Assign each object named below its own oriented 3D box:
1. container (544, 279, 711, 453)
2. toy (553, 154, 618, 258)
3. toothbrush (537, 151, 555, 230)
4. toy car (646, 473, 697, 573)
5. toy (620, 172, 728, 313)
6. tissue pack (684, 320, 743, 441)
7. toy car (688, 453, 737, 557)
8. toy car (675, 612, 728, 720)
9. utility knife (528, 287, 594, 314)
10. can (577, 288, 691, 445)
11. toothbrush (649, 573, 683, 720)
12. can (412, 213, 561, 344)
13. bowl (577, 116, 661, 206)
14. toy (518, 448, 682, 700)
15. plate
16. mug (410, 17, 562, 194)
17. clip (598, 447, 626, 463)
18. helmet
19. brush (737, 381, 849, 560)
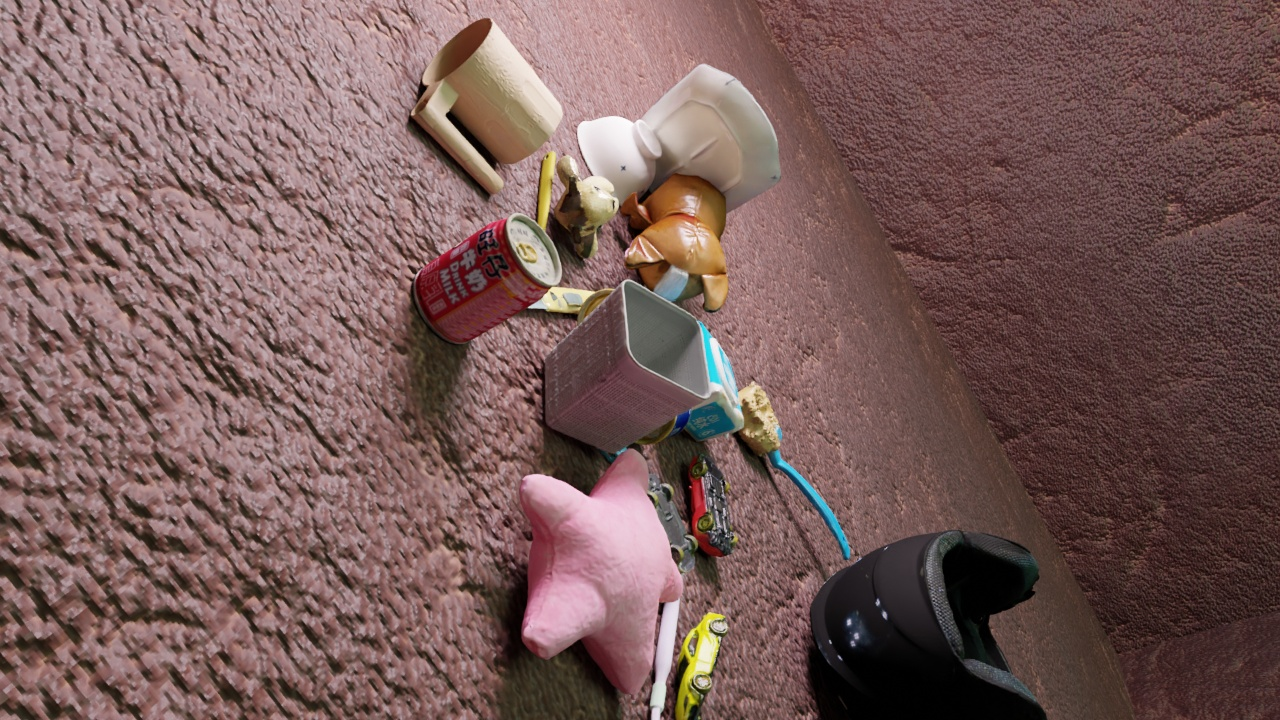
[{"bbox_3d":[-0.016,0.011,0.756,0.090,0.115,0.090,27,41,-33],"label":"container"},{"bbox_3d":[-0.050,-0.158,0.933,0.157,0.066,0.105,-65,148,-74],"label":"toy"},{"bbox_3d":[-0.092,-0.145,0.898,0.016,0.016,0.189,48,28,-38],"label":"toothbrush"},{"bbox_3d":[0.018,0.144,0.797,0.090,0.035,0.042,62,26,8],"label":"toy car"},{"bbox_3d":[0.039,-0.124,1.022,0.140,0.131,0.199,19,29,-10],"label":"toy"},{"bbox_3d":[0.063,0.022,0.945,0.140,0.063,0.090,48,26,-62],"label":"tissue pack"},{"bbox_3d":[0.067,0.141,0.901,0.049,0.031,0.106,41,33,-40],"label":"toy car"},{"bbox_3d":[0.045,0.248,0.740,0.032,0.048,0.105,17,33,8],"label":"toy car"},{"bbox_3d":[-0.069,-0.053,0.860,0.206,0.021,0.031,-5,64,-59],"label":"utility knife"},{"bbox_3d":[-0.005,0.005,0.849,0.148,0.075,0.049,67,22,7],"label":"can"},{"bbox_3d":[0.023,0.232,0.738,0.188,0.021,0.029,-79,166,-56],"label":"toothbrush"},{"bbox_3d":[-0.112,-0.061,0.679,0.066,0.094,0.066,44,31,-35],"label":"can"},{"bbox_3d":[-0.014,-0.248,1.093,0.118,0.065,0.118,45,30,-36],"label":"bowl"},{"bbox_3d":[-0.027,0.159,0.656,0.194,0.075,0.178,-10,85,-61],"label":"toy"},{"bbox_3d":[0.065,-0.244,1.097,0.034,0.266,0.162,-39,99,-23],"label":"plate"},{"bbox_3d":[-0.139,-0.227,0.827,0.103,0.084,0.124,45,54,-36],"label":"mug"},{"bbox_3d":[-0.020,0.083,0.812,0.056,0.014,0.040,54,27,-20],"label":"clip"},{"bbox_3d":[0.314,0.315,0.974,0.275,0.231,0.232,63,32,-22],"label":"helmet"},{"bbox_3d":[0.182,0.133,1.105,0.254,0.046,0.083,54,22,-4],"label":"brush"}]
